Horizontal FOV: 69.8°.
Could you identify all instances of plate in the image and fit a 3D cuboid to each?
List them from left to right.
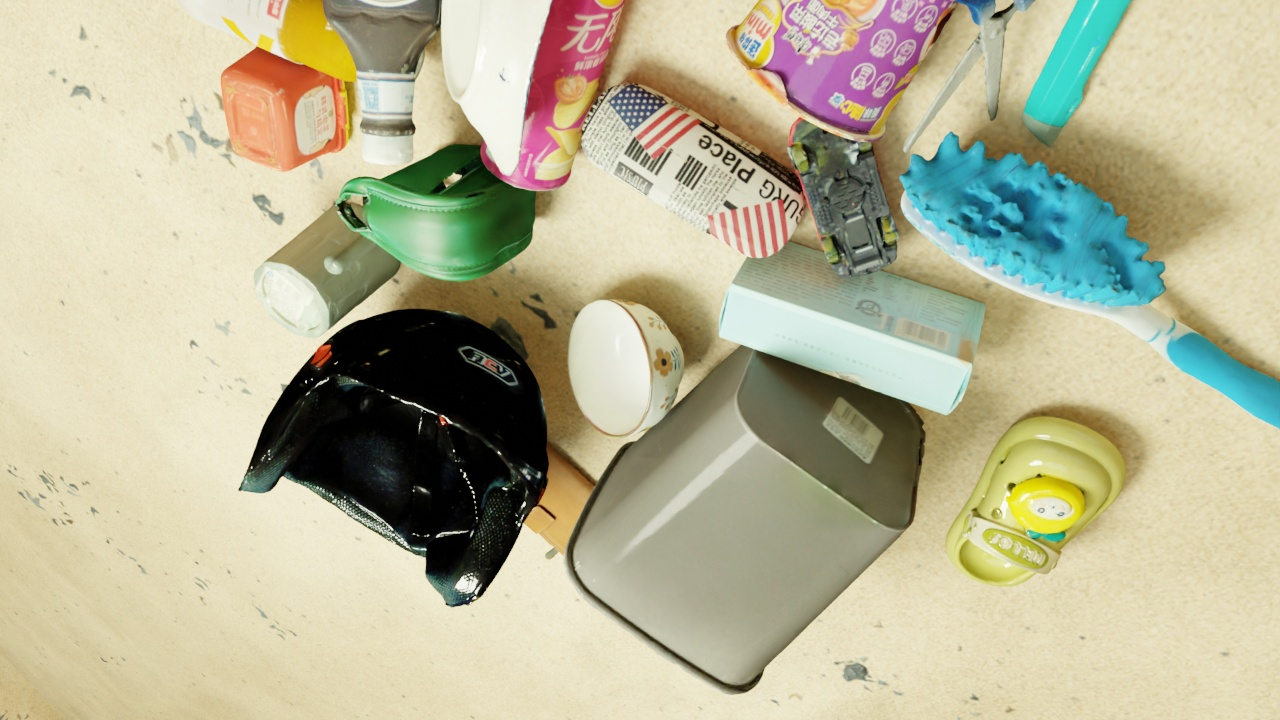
[{"bbox_3d":[-0.098,-0.218,0.578,0.034,0.163,0.165,-2,137,-23],"label":"plate"}]

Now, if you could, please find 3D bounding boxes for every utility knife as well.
[{"bbox_3d":[0.258,-0.212,0.482,0.029,0.013,0.222,24,136,10],"label":"utility knife"}]

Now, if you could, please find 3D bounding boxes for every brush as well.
[{"bbox_3d":[0.300,-0.038,0.565,0.314,0.060,0.109,30,178,9],"label":"brush"}]

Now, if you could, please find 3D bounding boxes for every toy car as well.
[{"bbox_3d":[0.133,-0.112,0.605,0.053,0.045,0.120,-18,123,11],"label":"toy car"}]

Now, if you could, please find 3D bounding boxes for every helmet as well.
[{"bbox_3d":[-0.193,0.063,0.804,0.233,0.229,0.276,35,138,-23],"label":"helmet"}]

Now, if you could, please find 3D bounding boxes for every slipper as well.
[{"bbox_3d":[0.294,0.127,0.698,0.091,0.081,0.191,21,136,8],"label":"slipper"}]

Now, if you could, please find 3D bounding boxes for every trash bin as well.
[{"bbox_3d":[0.090,0.107,0.723,0.198,0.198,0.220,36,128,-4],"label":"trash bin"}]

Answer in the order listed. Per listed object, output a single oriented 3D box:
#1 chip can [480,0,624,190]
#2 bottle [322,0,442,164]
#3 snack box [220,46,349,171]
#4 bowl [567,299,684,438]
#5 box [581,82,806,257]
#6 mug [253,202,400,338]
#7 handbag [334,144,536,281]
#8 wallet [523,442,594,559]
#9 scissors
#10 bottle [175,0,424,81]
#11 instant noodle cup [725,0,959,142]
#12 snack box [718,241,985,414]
[{"bbox_3d":[-0.053,-0.215,0.609,0.071,0.071,0.211,29,135,4],"label":"chip can"},{"bbox_3d":[-0.175,-0.234,0.626,0.080,0.044,0.195,0,112,-10],"label":"bottle"},{"bbox_3d":[-0.284,-0.204,0.736,0.082,0.079,0.091,21,133,11],"label":"snack box"},{"bbox_3d":[-0.004,0.004,0.755,0.114,0.062,0.113,11,105,50],"label":"bowl"},{"bbox_3d":[0.036,-0.130,0.624,0.163,0.081,0.075,33,125,2],"label":"box"},{"bbox_3d":[-0.265,-0.087,0.806,0.124,0.103,0.083,-26,111,41],"label":"mug"},{"bbox_3d":[-0.147,-0.118,0.700,0.120,0.131,0.068,17,123,21],"label":"handbag"},{"bbox_3d":[-0.091,0.150,0.960,0.130,0.035,0.119,43,128,-9],"label":"wallet"},{"bbox_3d":[0.192,-0.187,0.488,0.176,0.162,0.012,-48,57,21],"label":"scissors"},{"bbox_3d":[-0.253,-0.257,0.683,0.189,0.067,0.068,24,134,5],"label":"bottle"},{"bbox_3d":[0.121,-0.194,0.513,0.111,0.111,0.099,36,126,-2],"label":"instant noodle cup"},{"bbox_3d":[0.149,-0.028,0.650,0.175,0.074,0.052,20,133,13],"label":"snack box"}]
